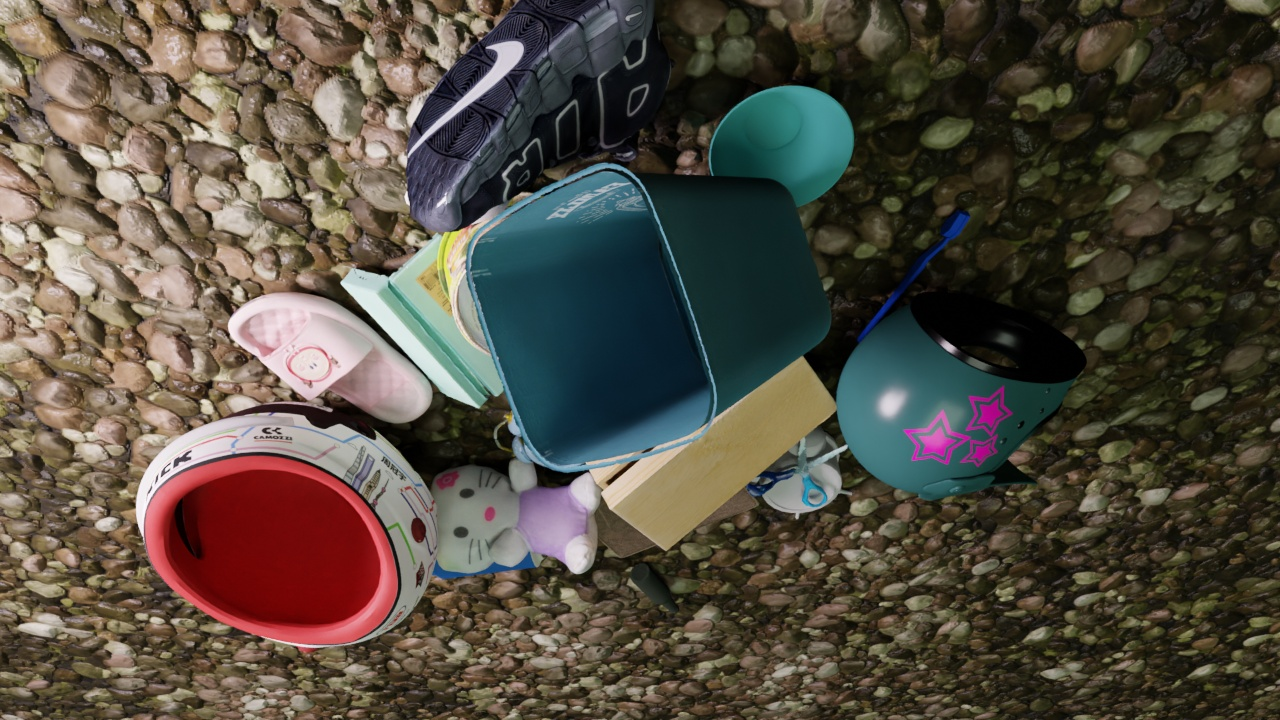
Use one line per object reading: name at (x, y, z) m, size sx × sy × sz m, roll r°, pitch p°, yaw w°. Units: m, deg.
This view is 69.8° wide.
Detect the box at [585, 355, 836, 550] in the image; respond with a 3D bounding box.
box at (0.079, 0.082, 0.974) m, size 0.249 × 0.092 × 0.128 m, roll -39°, pitch 126°, yaw 4°

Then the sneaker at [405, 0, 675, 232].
sneaker at (-0.065, -0.182, 0.711) m, size 0.252 × 0.097 × 0.151 m, roll -49°, pitch 141°, yaw 0°

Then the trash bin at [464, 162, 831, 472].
trash bin at (0.022, -0.046, 0.721) m, size 0.197 × 0.199 × 0.218 m, roll -17°, pitch -178°, yaw 41°

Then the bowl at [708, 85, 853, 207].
bowl at (0.116, -0.190, 0.785) m, size 0.121 × 0.046 × 0.121 m, roll -2°, pitch 136°, yaw -2°

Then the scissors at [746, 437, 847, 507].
scissors at (0.178, 0.131, 1.062) m, size 0.127 × 0.014 × 0.128 m, roll -4°, pitch 131°, yaw 2°

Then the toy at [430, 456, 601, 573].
toy at (-0.148, 0.184, 1.083) m, size 0.209 × 0.137 × 0.085 m, roll 0°, pitch 162°, yaw 12°

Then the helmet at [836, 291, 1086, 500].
helmet at (0.330, 0.051, 0.963) m, size 0.274 × 0.176 × 0.201 m, roll 5°, pitch 127°, yaw -28°

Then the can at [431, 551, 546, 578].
can at (-0.197, 0.231, 1.166) m, size 0.146 × 0.078 × 0.079 m, roll -8°, pitch 136°, yaw 3°

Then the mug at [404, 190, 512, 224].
mug at (-0.153, -0.154, 0.776) m, size 0.076 × 0.090 × 0.124 m, roll 18°, pitch 150°, yaw -35°

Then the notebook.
notebook at (0.012, 0.161, 1.143) m, size 0.216 × 0.034 × 0.190 m, roll -25°, pitch 131°, yaw 19°

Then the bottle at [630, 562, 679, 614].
bottle at (0.025, 0.334, 1.323) m, size 0.033 × 0.033 × 0.123 m, roll -21°, pitch 134°, yaw 16°

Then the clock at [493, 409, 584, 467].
clock at (-0.104, 0.082, 1.042) m, size 0.124 × 0.051 × 0.089 m, roll -2°, pitch 137°, yaw -3°

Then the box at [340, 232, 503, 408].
box at (-0.199, -0.039, 0.927) m, size 0.112 × 0.078 × 0.187 m, roll -41°, pitch 133°, yaw -5°

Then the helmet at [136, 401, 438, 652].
helmet at (-0.361, 0.161, 0.971) m, size 0.231 × 0.236 × 0.314 m, roll -46°, pitch 118°, yaw 2°

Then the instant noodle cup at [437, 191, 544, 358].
instant noodle cup at (-0.110, -0.070, 0.830) m, size 0.146 × 0.097 × 0.146 m, roll -4°, pitch 121°, yaw -7°

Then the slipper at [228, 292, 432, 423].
slipper at (-0.310, 0.003, 0.942) m, size 0.107 × 0.055 × 0.221 m, roll -35°, pitch 129°, yaw 25°

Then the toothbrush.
toothbrush at (0.271, -0.081, 0.934) m, size 0.011 × 0.016 × 0.187 m, roll 16°, pitch 134°, yaw -17°

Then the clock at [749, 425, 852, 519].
clock at (0.180, 0.121, 1.105) m, size 0.120 × 0.061 × 0.159 m, roll -30°, pitch 126°, yaw 23°
